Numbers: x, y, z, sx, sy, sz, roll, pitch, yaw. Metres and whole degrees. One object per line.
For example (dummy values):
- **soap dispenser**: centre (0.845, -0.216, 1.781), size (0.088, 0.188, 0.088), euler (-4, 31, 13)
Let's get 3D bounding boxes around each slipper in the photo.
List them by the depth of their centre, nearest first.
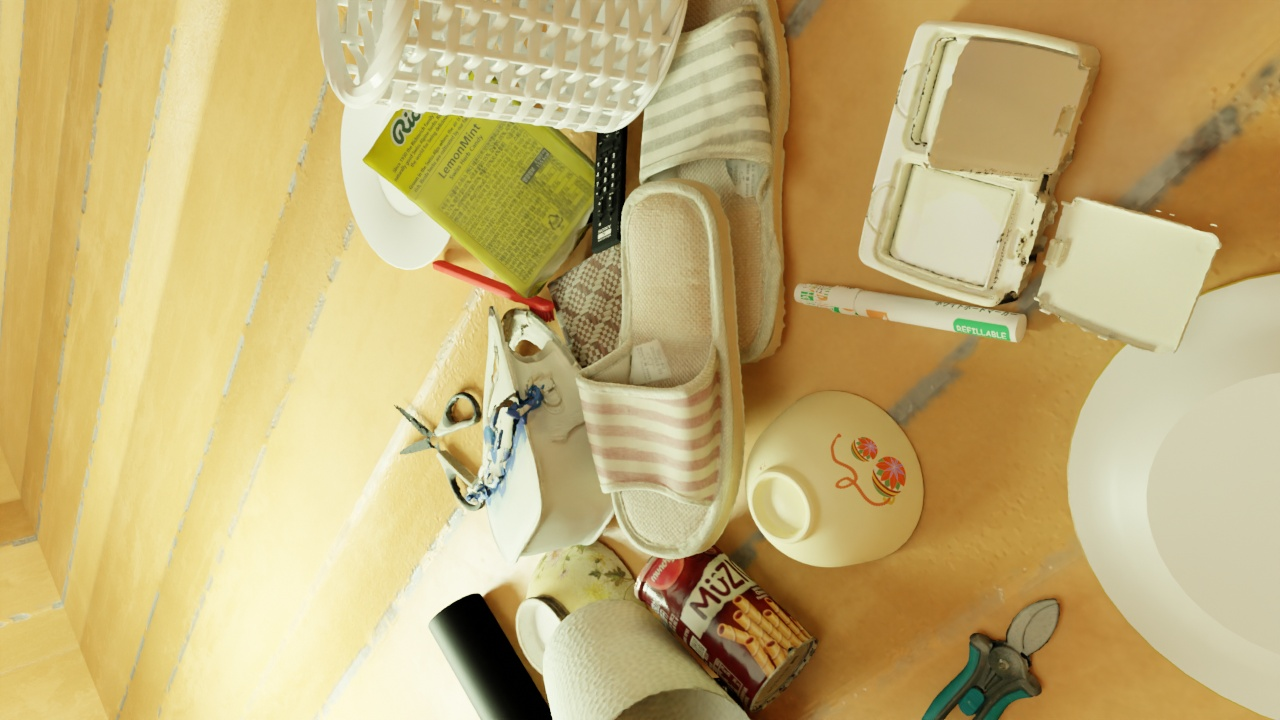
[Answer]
- **slipper**: centre (0.050, -0.129, 0.617), size (0.115, 0.053, 0.273), euler (8, 106, 47)
- **slipper**: centre (0.011, 0.011, 0.617), size (0.115, 0.052, 0.263), euler (10, 105, 36)

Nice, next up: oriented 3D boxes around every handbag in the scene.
- **handbag**: centre (-0.004, 0.004, 0.705), size (0.124, 0.046, 0.185), euler (-23, 84, 53)
- **handbag**: centre (-0.101, 0.057, 0.755), size (0.199, 0.092, 0.201), euler (64, 151, 25)

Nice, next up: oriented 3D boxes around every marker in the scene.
- **marker**: centre (0.158, -0.031, 0.558), size (0.146, 0.017, 0.017), euler (14, 110, 41)

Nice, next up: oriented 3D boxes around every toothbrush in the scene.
- **toothbrush**: centre (-0.134, -0.063, 0.813), size (0.213, 0.012, 0.018), euler (22, 129, 49)

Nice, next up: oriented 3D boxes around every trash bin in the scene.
- **trash bin**: centre (-0.005, 0.261, 0.683), size (0.161, 0.133, 0.133), euler (-145, 52, -68)

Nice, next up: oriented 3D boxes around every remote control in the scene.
- **remote control**: centre (-0.022, -0.146, 0.671), size (0.030, 0.009, 0.140), euler (-18, 63, 45)

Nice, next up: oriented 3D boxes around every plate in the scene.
- **plate**: centre (0.317, 0.072, 0.427), size (0.230, 0.021, 0.230), euler (13, 109, 42)
- **plate**: centre (-0.232, -0.194, 0.895), size (0.209, 0.015, 0.209), euler (13, 109, 42)

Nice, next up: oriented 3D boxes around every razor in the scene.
- **razor**: centre (0.064, 0.318, 0.704), size (0.053, 0.063, 0.140), euler (148, 114, -64)

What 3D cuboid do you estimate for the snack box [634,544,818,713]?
- **snack box**: centre (0.061, 0.186, 0.668), size (0.121, 0.072, 0.072), euler (40, 125, 30)

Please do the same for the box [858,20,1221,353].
- **box**: centre (0.188, -0.088, 0.456), size (0.184, 0.098, 0.144), euler (26, 117, 38)

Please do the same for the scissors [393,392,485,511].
- **scissors**: centre (-0.201, 0.085, 0.937), size (0.171, 0.012, 0.158), euler (53, 129, 20)

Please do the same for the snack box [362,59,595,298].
- **snack box**: centre (-0.115, -0.147, 0.724), size (0.181, 0.045, 0.121), euler (41, 108, 4)

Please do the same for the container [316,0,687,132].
- **container**: centre (-0.095, -0.252, 0.599), size (0.190, 0.186, 0.189), euler (5, 96, 57)

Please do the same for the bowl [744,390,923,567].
- **bowl**: centre (0.111, 0.084, 0.592), size (0.118, 0.073, 0.118), euler (13, 109, 42)

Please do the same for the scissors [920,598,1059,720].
- **scissors**: centre (0.216, 0.204, 0.561), size (0.136, 0.019, 0.139), euler (-21, 85, 42)

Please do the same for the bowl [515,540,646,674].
- **bowl**: centre (-0.063, 0.231, 0.805), size (0.145, 0.063, 0.145), euler (12, 108, 42)

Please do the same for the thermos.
- **thermos**: centre (-0.124, 0.340, 0.892), size (0.231, 0.061, 0.061), euler (53, 131, 21)
